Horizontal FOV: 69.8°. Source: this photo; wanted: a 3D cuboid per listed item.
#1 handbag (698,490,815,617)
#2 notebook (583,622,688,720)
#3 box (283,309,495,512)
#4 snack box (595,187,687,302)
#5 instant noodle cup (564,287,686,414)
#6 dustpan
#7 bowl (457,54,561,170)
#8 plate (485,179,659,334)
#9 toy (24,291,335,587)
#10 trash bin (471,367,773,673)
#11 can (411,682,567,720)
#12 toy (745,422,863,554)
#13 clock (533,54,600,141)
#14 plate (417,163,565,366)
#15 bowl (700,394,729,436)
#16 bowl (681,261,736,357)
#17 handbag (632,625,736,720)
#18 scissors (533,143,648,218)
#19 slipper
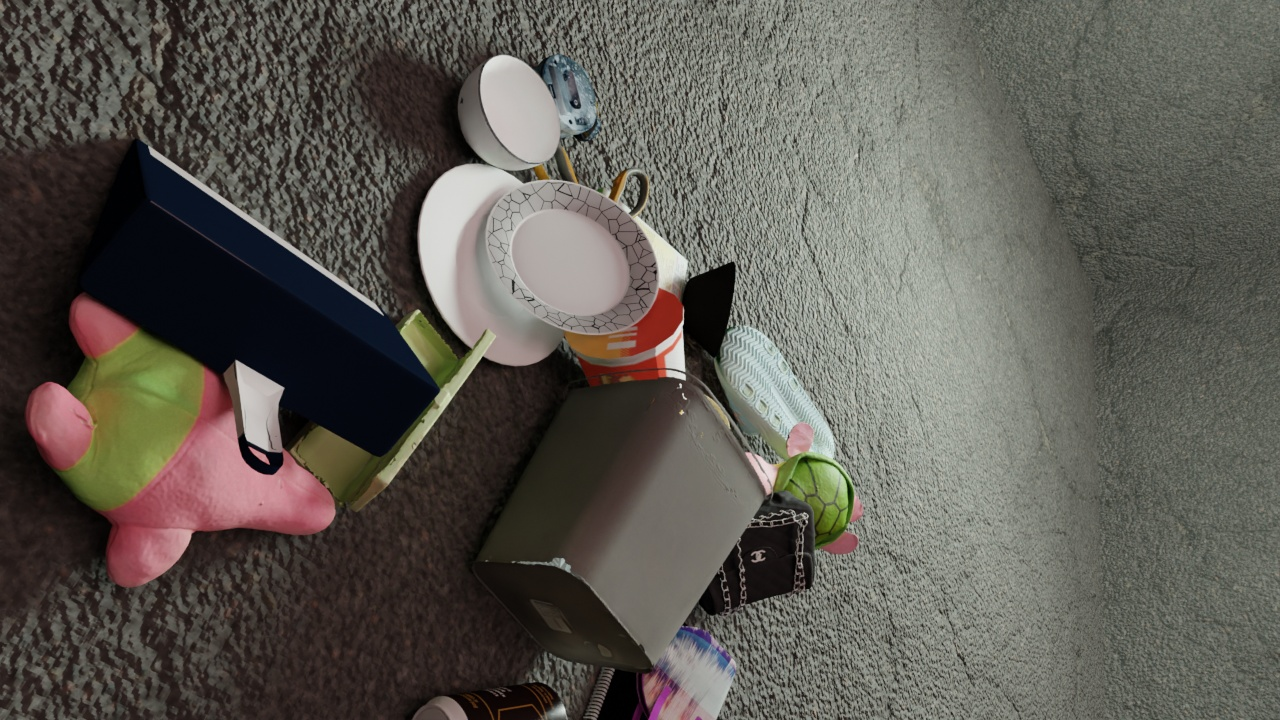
[{"bbox_3d":[0.134,0.231,1.061,0.153,0.115,0.125,-13,100,-16],"label":"handbag"},{"bbox_3d":[0.005,0.363,0.980,0.149,0.016,0.206,52,43,-30],"label":"notebook"},{"bbox_3d":[-0.211,0.031,0.769,0.083,0.092,0.187,38,44,-10],"label":"box"},{"bbox_3d":[-0.008,-0.106,1.096,0.168,0.027,0.131,36,52,-40],"label":"snack box"},{"bbox_3d":[-0.006,0.006,0.978,0.123,0.123,0.121,-59,146,-43],"label":"instant noodle cup"},{"bbox_3d":[-0.259,-0.020,0.635,0.080,0.273,0.236,-50,128,0],"label":"dustpan"},{"bbox_3d":[-0.142,-0.246,0.936,0.113,0.063,0.113,20,63,-48],"label":"bowl"},{"bbox_3d":[-0.069,-0.105,0.945,0.188,0.016,0.188,13,57,-21],"label":"plate"},{"bbox_3d":[-0.300,0.060,0.620,0.237,0.097,0.191,49,40,-46],"label":"toy"},{"bbox_3d":[-0.022,0.156,0.877,0.197,0.198,0.219,55,49,-26],"label":"trash bin"},{"bbox_3d":[-0.126,0.316,0.777,0.128,0.072,0.072,14,68,-49],"label":"can"},{"bbox_3d":[0.191,0.177,1.173,0.238,0.088,0.190,26,94,-20],"label":"toy"},{"bbox_3d":[-0.085,-0.293,1.032,0.129,0.052,0.090,-15,91,-52],"label":"clock"},{"bbox_3d":[-0.144,-0.095,0.925,0.208,0.015,0.208,22,62,-47],"label":"plate"},{"bbox_3d":[0.036,0.096,1.045,0.074,0.118,0.117,103,15,-44],"label":"bowl"},{"bbox_3d":[0.079,-0.069,1.157,0.052,0.124,0.123,11,63,-4],"label":"bowl"},{"bbox_3d":[0.028,0.368,0.952,0.144,0.068,0.169,53,50,-32],"label":"handbag"},{"bbox_3d":[-0.046,-0.161,1.032,0.224,0.016,0.225,-33,101,-45],"label":"scissors"},{"bbox_3d":[0.172,0.065,1.235,0.245,0.074,0.103,50,51,-17],"label":"slipper"}]
